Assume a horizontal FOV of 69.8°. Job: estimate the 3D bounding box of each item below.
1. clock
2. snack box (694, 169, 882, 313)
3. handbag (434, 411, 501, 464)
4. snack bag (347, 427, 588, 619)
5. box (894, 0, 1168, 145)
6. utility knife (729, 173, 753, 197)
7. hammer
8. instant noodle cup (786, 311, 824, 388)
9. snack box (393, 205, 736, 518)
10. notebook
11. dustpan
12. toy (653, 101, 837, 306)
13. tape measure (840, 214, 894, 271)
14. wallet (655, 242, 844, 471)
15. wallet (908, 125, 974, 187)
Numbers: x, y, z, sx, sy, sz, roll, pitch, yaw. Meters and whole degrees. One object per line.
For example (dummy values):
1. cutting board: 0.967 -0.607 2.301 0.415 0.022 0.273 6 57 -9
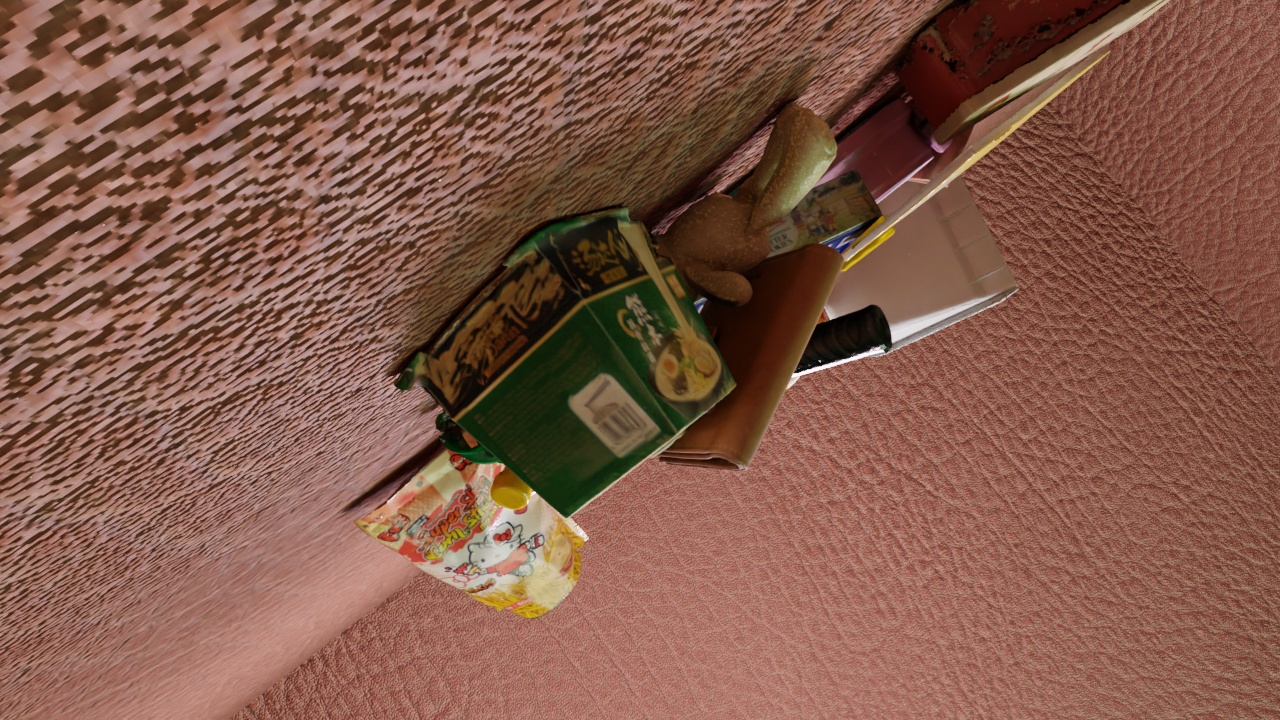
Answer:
1. clock: 0.205 -0.173 0.786 0.158 0.060 0.117 -38 177 -17
2. snack box: 0.077 -0.067 0.733 0.182 0.046 0.178 -25 172 -13
3. handbag: -0.056 0.011 0.587 0.120 0.068 0.131 -30 -178 31
4. snack bag: -0.129 0.139 0.760 0.128 0.073 0.208 -37 137 -1
5. box: 0.255 -0.226 0.599 0.168 0.080 0.091 -32 177 2
6. utility knife: 0.057 -0.104 0.608 0.151 0.013 0.029 -35 173 -6
7. hammer: 0.025 0.019 0.641 0.301 0.033 0.128 -17 -138 28
8. instant noodle cup: 0.144 -0.036 1.083 0.138 0.110 0.138 -63 -173 14
9. snack box: -0.024 0.005 0.442 0.118 0.105 0.117 -42 174 30
10. notebook: 0.249 -0.154 0.684 0.205 0.010 0.146 -36 176 -32
11. dustpan: 0.298 -0.122 1.127 0.258 0.222 0.142 -28 169 25
12. toy: 0.046 -0.079 0.519 0.158 0.066 0.105 -44 -144 26
13. tape measure: 0.194 -0.107 0.810 0.060 0.029 0.057 -38 177 21
14. wallet: 0.050 0.000 0.524 0.119 0.035 0.130 -3 -124 59
15. wallet: 0.275 -0.209 0.835 0.115 0.020 0.101 -98 -150 -77
